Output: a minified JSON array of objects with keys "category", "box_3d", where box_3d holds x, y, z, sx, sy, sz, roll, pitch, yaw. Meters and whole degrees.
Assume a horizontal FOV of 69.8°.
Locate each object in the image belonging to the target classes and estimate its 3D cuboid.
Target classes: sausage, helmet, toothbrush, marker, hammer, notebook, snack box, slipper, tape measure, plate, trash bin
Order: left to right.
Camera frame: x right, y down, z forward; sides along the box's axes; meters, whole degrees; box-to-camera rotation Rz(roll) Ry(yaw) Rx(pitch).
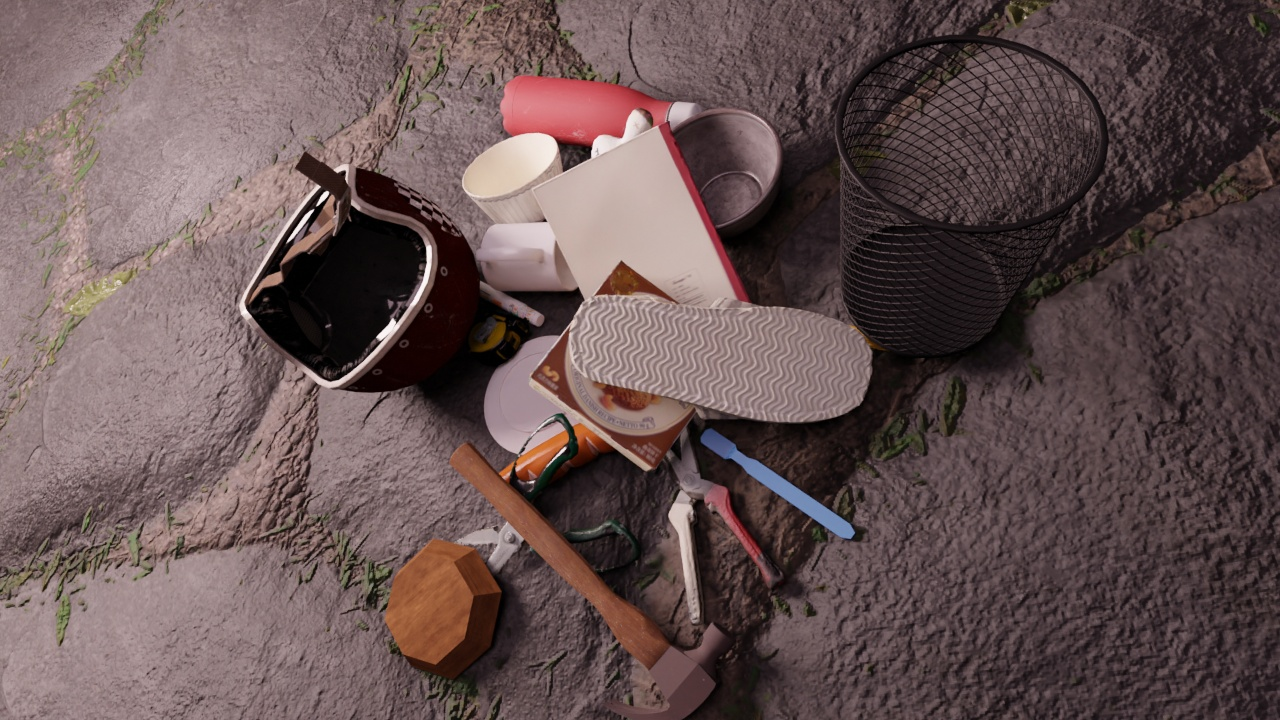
[{"category":"helmet","box_3d":[-0.288,-0.090,0.949,0.234,0.253,0.233,-43,31,19]},{"category":"plate","box_3d":[-0.197,0.239,0.886,0.131,0.025,0.131,-6,76,24]},{"category":"tape measure","box_3d":[-0.159,-0.025,0.994,0.062,0.034,0.061,12,67,38]},{"category":"marker","box_3d":[-0.163,-0.072,1.031,0.145,0.017,0.017,28,80,31]},{"category":"plate","box_3d":[-0.108,0.034,0.961,0.135,0.011,0.134,-10,64,20]},{"category":"sausage","box_3d":[-0.076,0.095,0.903,0.164,0.039,0.044,-30,65,9]},{"category":"hammer","box_3d":[-0.061,0.189,0.825,0.323,0.033,0.115,41,92,21]},{"category":"snack box","box_3d":[-0.005,0.005,0.863,0.143,0.041,0.146,37,76,0]},{"category":"notebook","box_3d":[0.004,-0.104,0.897,0.153,0.012,0.209,-23,99,16]},{"category":"slipper","box_3d":[0.071,-0.004,0.827,0.272,0.054,0.114,7,81,-4]},{"category":"toothbrush","box_3d":[0.122,0.111,0.827,0.167,0.014,0.016,34,83,28]},{"category":"trash bin","box_3d":[0.242,-0.114,0.738,0.184,0.210,0.183,-3,61,5]}]

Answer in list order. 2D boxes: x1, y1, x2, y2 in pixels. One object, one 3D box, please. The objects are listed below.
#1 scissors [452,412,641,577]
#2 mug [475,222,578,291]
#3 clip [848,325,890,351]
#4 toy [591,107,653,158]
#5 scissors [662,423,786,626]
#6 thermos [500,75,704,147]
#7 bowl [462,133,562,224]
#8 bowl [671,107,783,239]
[{"category":"scissors","box_3d":[-0.085,0.167,0.872,0.179,0.015,0.206,38,107,12]},{"category":"mug","box_3d":[-0.123,-0.111,0.977,0.091,0.110,0.074,2,95,24]},{"category":"clip","box_3d":[0.214,-0.034,0.850,0.053,0.037,0.046,14,86,30]},{"category":"toy","box_3d":[-0.019,-0.215,1.003,0.123,0.079,0.037,-34,14,30]},{"category":"scissors","box_3d":[0.060,0.146,0.834,0.187,0.015,0.179,15,74,30]},{"category":"thermos","box_3d":[-0.041,-0.277,1.037,0.240,0.073,0.073,12,72,22]},{"category":"bowl","box_3d":[-0.136,-0.197,1.036,0.115,0.062,0.115,-14,43,13]},{"category":"bowl","box_3d":[0.082,-0.179,0.941,0.145,0.067,0.144,-10,64,20]}]
